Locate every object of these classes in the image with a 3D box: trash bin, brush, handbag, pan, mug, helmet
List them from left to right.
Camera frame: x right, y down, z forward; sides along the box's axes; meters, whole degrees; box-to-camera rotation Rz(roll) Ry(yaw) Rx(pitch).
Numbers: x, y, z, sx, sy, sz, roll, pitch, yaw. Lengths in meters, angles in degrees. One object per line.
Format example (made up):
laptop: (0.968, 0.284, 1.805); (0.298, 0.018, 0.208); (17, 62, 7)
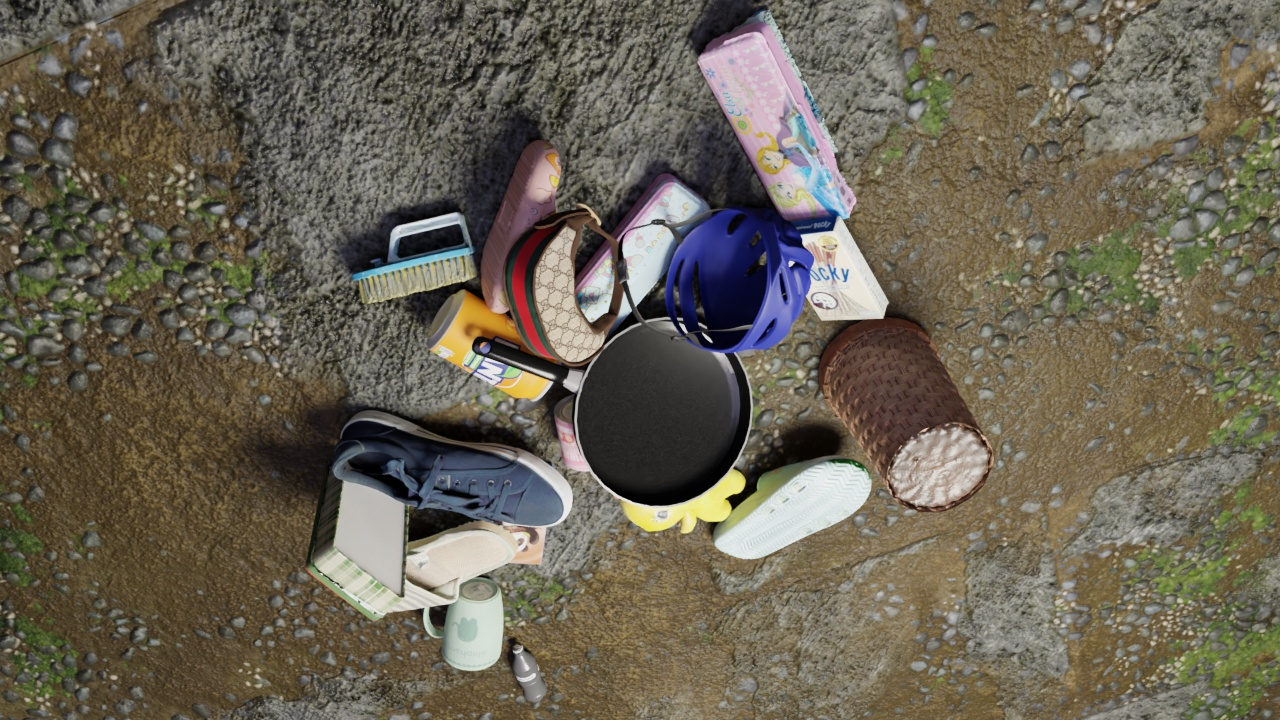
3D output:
brush: (-0.251, -0.111, 1.003); (0.136, 0.055, 0.075); (-13, 99, 1)
mug: (-0.245, 0.357, 1.270); (0.111, 0.084, 0.104); (9, 110, 4)
handbag: (-0.072, -0.081, 0.965); (0.138, 0.063, 0.167); (-41, 131, -33)
pan: (-0.030, 0.039, 1.062); (0.356, 0.034, 0.225); (21, 88, -22)
helmet: (0.064, -0.080, 0.963); (0.227, 0.147, 0.242); (-5, 167, -22)
trash bin: (0.310, 0.060, 1.080); (0.151, 0.209, 0.151); (-3, 120, -5)

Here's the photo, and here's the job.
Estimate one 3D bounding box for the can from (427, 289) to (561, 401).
can: (-0.167, -0.015, 1.053); (0.142, 0.079, 0.079); (31, 112, -23)

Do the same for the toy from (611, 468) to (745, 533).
toy: (0.048, 0.158, 1.180); (0.207, 0.092, 0.134); (20, 98, -27)

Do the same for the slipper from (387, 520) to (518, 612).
slipper: (-0.281, 0.278, 1.203); (0.273, 0.054, 0.114); (-23, 133, 21)

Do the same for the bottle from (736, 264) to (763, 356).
bottle: (0.132, -0.061, 1.091); (0.030, 0.030, 0.113); (5, 120, -10)

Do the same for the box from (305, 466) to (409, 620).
box: (-0.334, 0.205, 1.094); (0.050, 0.205, 0.117); (-40, 119, 7)

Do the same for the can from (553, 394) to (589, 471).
can: (-0.069, 0.089, 1.135); (0.067, 0.067, 0.076); (-9, 121, -2)

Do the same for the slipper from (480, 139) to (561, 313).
slipper: (-0.112, -0.136, 0.987); (0.081, 0.093, 0.198); (10, 119, -25)

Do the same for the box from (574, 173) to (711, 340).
box: (-0.011, -0.111, 1.040); (0.076, 0.036, 0.215); (32, 112, -23)

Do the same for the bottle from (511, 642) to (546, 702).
bottle: (-0.169, 0.462, 1.363); (0.036, 0.036, 0.110); (-13, 121, 1)

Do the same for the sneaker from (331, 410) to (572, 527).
sneaker: (-0.227, 0.150, 1.092); (0.294, 0.127, 0.121); (17, 119, -5)

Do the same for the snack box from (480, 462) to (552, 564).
snack box: (-0.166, 0.201, 1.209); (0.087, 0.034, 0.151); (5, 119, -9)

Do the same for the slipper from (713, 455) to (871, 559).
slipper: (0.192, 0.188, 1.226); (0.104, 0.074, 0.246); (33, 128, -24)

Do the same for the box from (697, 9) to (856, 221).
box: (0.153, -0.253, 0.974); (0.085, 0.076, 0.230); (-6, 131, 41)

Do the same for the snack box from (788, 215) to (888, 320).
snack box: (0.215, -0.101, 1.041); (0.082, 0.026, 0.150); (-1, 144, 41)
